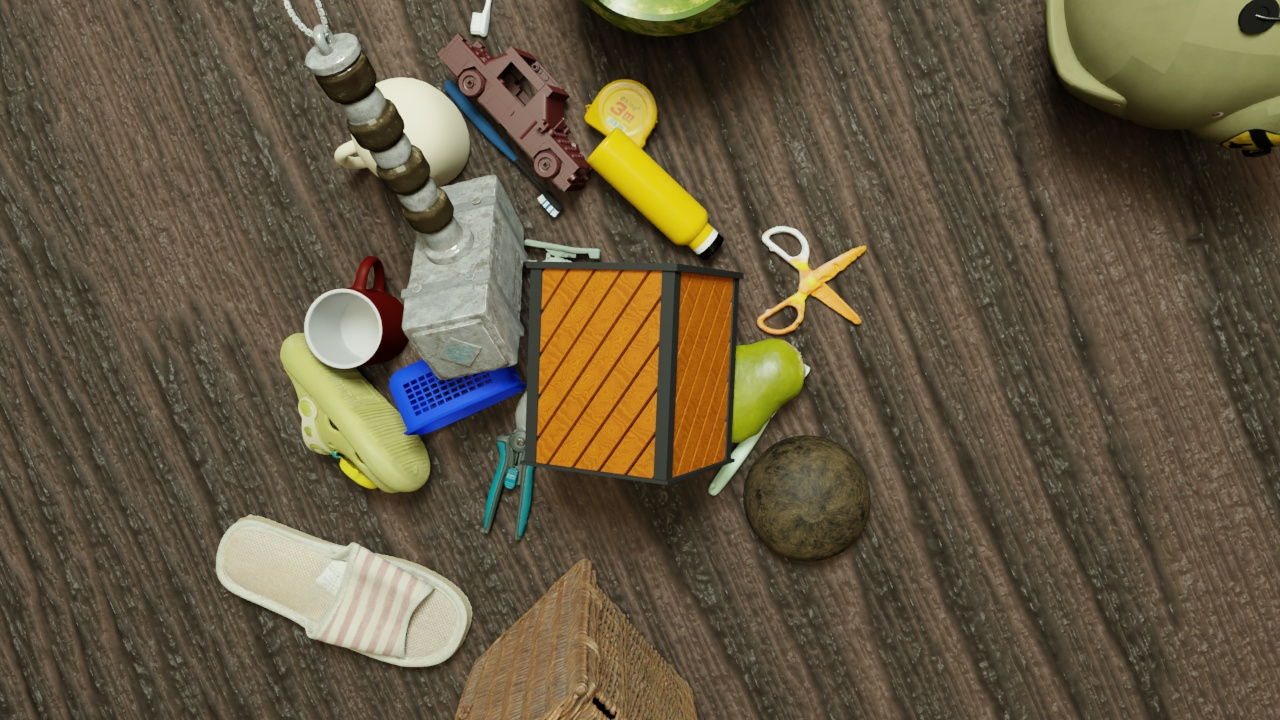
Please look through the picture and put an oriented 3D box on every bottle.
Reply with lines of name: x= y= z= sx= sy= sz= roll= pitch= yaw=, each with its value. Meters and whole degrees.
bottle: x=0.017 y=-0.151 z=0.852 sx=0.143 sy=0.043 sz=0.043 roll=41 pitch=95 yaw=-14

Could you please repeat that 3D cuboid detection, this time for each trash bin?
trash bin: x=-0.005 y=0.005 z=0.801 sx=0.140 sy=0.139 sz=0.172 roll=4 pitch=94 yaw=28

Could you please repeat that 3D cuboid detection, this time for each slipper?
slipper: x=-0.286 y=0.061 z=0.874 sx=0.082 sy=0.091 sz=0.190 roll=-41 pitch=87 yaw=7
slipper: x=-0.297 y=0.227 z=0.902 sx=0.263 sy=0.052 sz=0.115 roll=19 pitch=96 yaw=3

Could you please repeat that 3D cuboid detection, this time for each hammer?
hammer: x=-0.182 y=-0.143 z=0.721 sx=0.079 sy=0.326 sz=0.176 roll=-11 pitch=51 yaw=10

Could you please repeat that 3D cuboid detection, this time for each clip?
clip: x=-0.076 y=-0.099 z=0.882 sx=0.076 sy=0.023 sz=0.044 roll=8 pitch=92 yaw=1

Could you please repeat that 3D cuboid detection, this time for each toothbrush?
toothbrush: x=0.112 y=0.066 z=0.882 sx=0.022 sy=0.015 sz=0.155 roll=38 pitch=96 yaw=36
toothbrush: x=-0.133 y=-0.204 z=0.882 sx=0.014 sy=0.014 sz=0.167 roll=-42 pitch=88 yaw=16
toothbrush: x=-0.141 y=-0.403 z=0.873 sx=0.017 sy=0.012 sz=0.187 roll=10 pitch=94 yaw=7

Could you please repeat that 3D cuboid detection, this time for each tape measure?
tape measure: x=-0.015 y=-0.234 z=0.865 sx=0.068 sy=0.030 sz=0.059 roll=34 pitch=96 yaw=-5

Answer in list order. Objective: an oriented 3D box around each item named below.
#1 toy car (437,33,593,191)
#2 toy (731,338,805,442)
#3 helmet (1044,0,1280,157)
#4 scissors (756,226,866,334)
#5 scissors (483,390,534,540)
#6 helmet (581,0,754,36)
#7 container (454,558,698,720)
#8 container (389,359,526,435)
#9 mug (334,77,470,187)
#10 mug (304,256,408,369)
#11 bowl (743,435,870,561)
toy car: x=-0.104 y=-0.236 z=0.851 sx=0.062 sy=0.070 sz=0.170 roll=-43 pitch=90 yaw=17
toy: x=0.103 y=0.024 z=0.858 sx=0.110 sy=0.051 sz=0.090 roll=-25 pitch=80 yaw=16
helmet: x=0.435 y=-0.286 z=0.708 sx=0.233 sy=0.255 sz=0.250 roll=0 pitch=92 yaw=0
scissors: x=0.158 y=-0.078 z=0.872 sx=0.125 sy=0.011 sz=0.131 roll=-33 pitch=91 yaw=6
scissors: x=-0.127 y=0.105 z=0.899 sx=0.146 sy=0.019 sz=0.133 roll=-30 pitch=92 yaw=6
helmet: x=0.032 y=-0.391 z=0.750 sx=0.213 sy=0.246 sz=0.244 roll=31 pitch=137 yaw=-15
container: x=-0.045 y=0.327 z=0.803 sx=0.162 sy=0.250 sz=0.183 roll=-43 pitch=98 yaw=5
container: x=-0.173 y=0.021 z=0.860 sx=0.114 sy=0.096 sz=0.058 roll=-24 pitch=87 yaw=-1
mug: x=-0.226 y=-0.205 z=0.846 sx=0.120 sy=0.099 sz=0.096 roll=-20 pitch=92 yaw=5
mug: x=-0.262 y=-0.047 z=0.867 sx=0.073 sy=0.082 sz=0.106 roll=15 pitch=94 yaw=3
bowl: x=0.159 y=0.134 z=0.862 sx=0.121 sy=0.056 sz=0.121 roll=0 pitch=93 yaw=4
